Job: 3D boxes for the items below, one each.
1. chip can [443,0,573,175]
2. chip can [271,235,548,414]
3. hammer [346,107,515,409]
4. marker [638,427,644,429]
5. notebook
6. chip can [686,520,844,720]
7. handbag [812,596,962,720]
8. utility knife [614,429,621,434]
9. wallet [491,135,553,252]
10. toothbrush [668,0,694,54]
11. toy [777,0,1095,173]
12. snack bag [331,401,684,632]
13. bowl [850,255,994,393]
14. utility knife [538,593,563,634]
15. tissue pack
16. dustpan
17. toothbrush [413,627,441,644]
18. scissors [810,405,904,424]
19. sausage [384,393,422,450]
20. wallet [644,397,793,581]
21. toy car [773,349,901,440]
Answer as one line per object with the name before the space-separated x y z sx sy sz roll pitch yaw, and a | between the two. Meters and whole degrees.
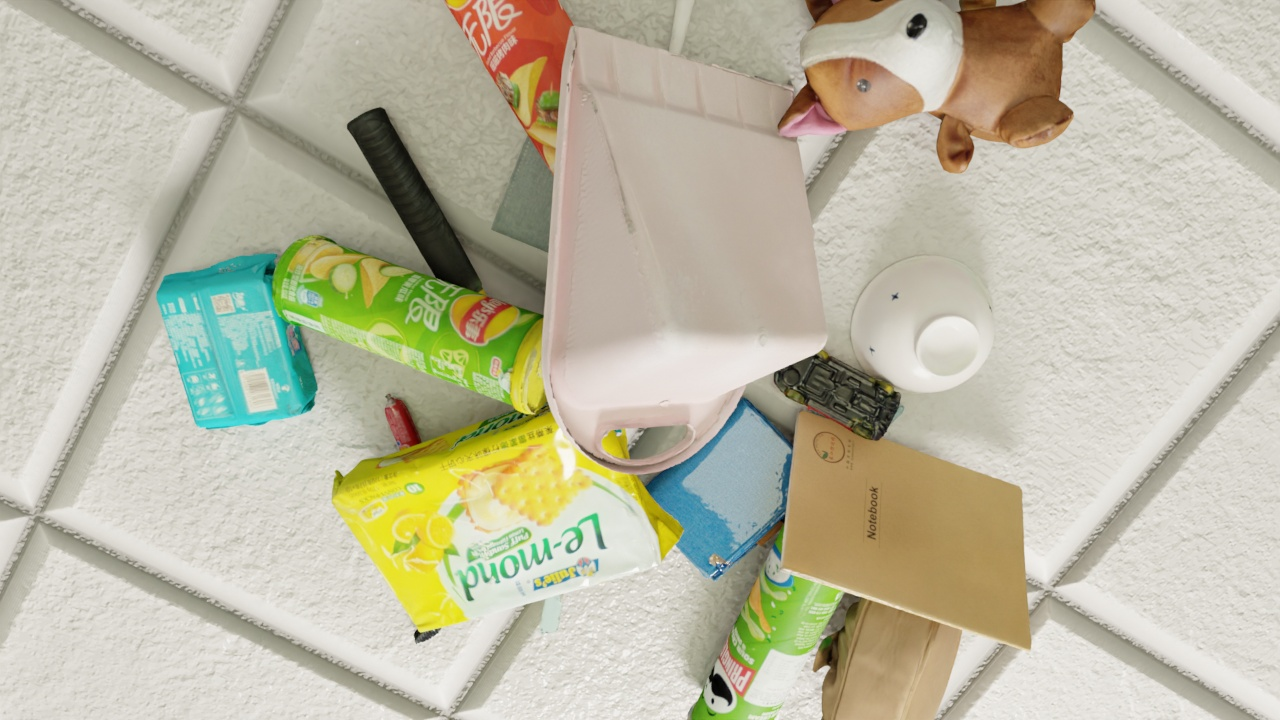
chip can | -0.077 -0.215 0.633 0.073 0.073 0.216 -30 97 7
chip can | -0.163 -0.030 0.668 0.221 0.072 0.073 19 107 15
hammer | -0.134 -0.053 0.713 0.129 0.032 0.301 -24 105 19
marker | -0.032 0.000 0.741 0.023 0.018 0.131 -31 98 28
notebook | 0.214 0.132 0.730 0.207 0.147 0.008 20 142 -6
chip can | 0.113 0.237 0.781 0.072 0.072 0.236 17 116 -7
handbag | 0.210 0.261 0.784 0.100 0.147 0.205 22 109 28
utility knife | -0.004 0.004 0.753 0.029 0.013 0.176 22 107 3
wallet | -0.035 -0.122 0.700 0.129 0.037 0.107 22 106 -9
toothbrush | 0.027 -0.231 0.664 0.016 0.016 0.180 10 97 -13
toy | 0.201 -0.208 0.640 0.199 0.130 0.140 10 91 5
snack bag | -0.106 0.114 0.720 0.247 0.068 0.158 -18 117 11
bowl | 0.233 -0.019 0.726 0.118 0.064 0.118 0 108 -1
utility knife | -0.065 0.141 0.786 0.034 0.018 0.219 14 105 13
tissue pack | -0.314 -0.013 0.718 0.093 0.050 0.133 -8 107 3
dustpan | 0.015 -0.066 0.645 0.222 0.139 0.273 2 73 -41
toothbrush | -0.126 0.198 0.810 0.189 0.017 0.014 -34 107 7
scissors | 0.175 0.085 0.784 0.134 0.017 0.133 -37 101 10
sausage | -0.183 0.098 0.774 0.020 0.020 0.156 -17 108 4
wallet | 0.076 0.111 0.776 0.106 0.040 0.133 45 103 -3
toy car | 0.159 0.024 0.753 0.106 0.031 0.049 27 85 -2
